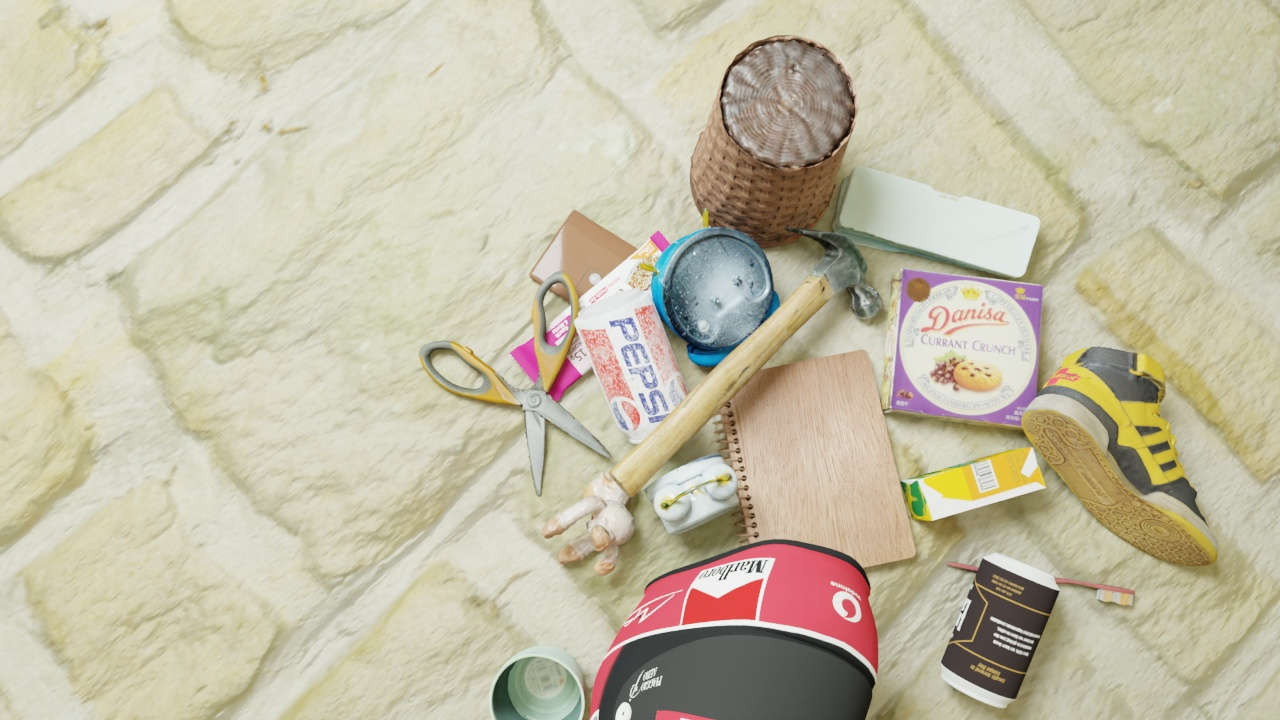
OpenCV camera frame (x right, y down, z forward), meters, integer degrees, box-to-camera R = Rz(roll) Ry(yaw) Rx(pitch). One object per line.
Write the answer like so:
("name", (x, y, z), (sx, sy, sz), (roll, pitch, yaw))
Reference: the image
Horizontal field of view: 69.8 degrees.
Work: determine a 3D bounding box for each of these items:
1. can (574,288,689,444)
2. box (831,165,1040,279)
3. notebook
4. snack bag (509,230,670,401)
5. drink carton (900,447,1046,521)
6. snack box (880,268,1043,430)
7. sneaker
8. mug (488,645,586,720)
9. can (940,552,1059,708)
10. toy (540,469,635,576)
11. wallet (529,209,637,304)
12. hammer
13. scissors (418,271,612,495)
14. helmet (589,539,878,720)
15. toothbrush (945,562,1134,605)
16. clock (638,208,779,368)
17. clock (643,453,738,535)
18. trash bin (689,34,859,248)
("can", (-0.005, 0.005, 0.886), (0.078, 0.078, 0.136), (-23, 102, -4))
("box", (0.300, -0.138, 0.937), (0.199, 0.071, 0.084), (15, 63, 0))
("notebook", (0.167, 0.107, 0.916), (0.169, 0.022, 0.210), (-11, 82, -3))
("snack bag", (-0.035, -0.043, 0.927), (0.196, 0.016, 0.070), (-39, 91, 1))
("drink carton", (0.326, 0.120, 0.896), (0.122, 0.058, 0.041), (-16, 82, -3))
("snack box", (0.322, -0.011, 0.923), (0.143, 0.040, 0.148), (7, 82, 0))
("sneaker", (0.481, 0.086, 0.890), (0.238, 0.086, 0.121), (43, 67, -11))
("mug", (-0.097, 0.317, 0.843), (0.084, 0.104, 0.111), (24, 82, 3))
("can", (0.337, 0.252, 0.864), (0.072, 0.072, 0.128), (22, 90, 3))
("toy", (-0.042, 0.145, 0.885), (0.074, 0.085, 0.105), (12, 58, 31))
("wallet", (-0.042, -0.090, 0.946), (0.121, 0.013, 0.087), (32, 83, 2))
("hammer", (0.096, 0.001, 0.870), (0.330, 0.033, 0.132), (-44, 122, -14))
("scissors", (-0.123, 0.022, 0.917), (0.226, 0.016, 0.225), (4, 93, 9))
("helmet", (0.071, 0.298, 0.766), (0.197, 0.272, 0.224), (31, 50, -22))
("toothbrush", (0.393, 0.218, 0.905), (0.184, 0.015, 0.015), (10, 85, 2))
("clock", (0.075, -0.058, 0.903), (0.116, 0.060, 0.161), (-39, 112, -11))
("clock", (0.049, 0.124, 0.865), (0.083, 0.118, 0.057), (-24, 76, -4))
("trash bin", (0.127, -0.206, 0.865), (0.151, 0.210, 0.151), (0, 82, -1))
